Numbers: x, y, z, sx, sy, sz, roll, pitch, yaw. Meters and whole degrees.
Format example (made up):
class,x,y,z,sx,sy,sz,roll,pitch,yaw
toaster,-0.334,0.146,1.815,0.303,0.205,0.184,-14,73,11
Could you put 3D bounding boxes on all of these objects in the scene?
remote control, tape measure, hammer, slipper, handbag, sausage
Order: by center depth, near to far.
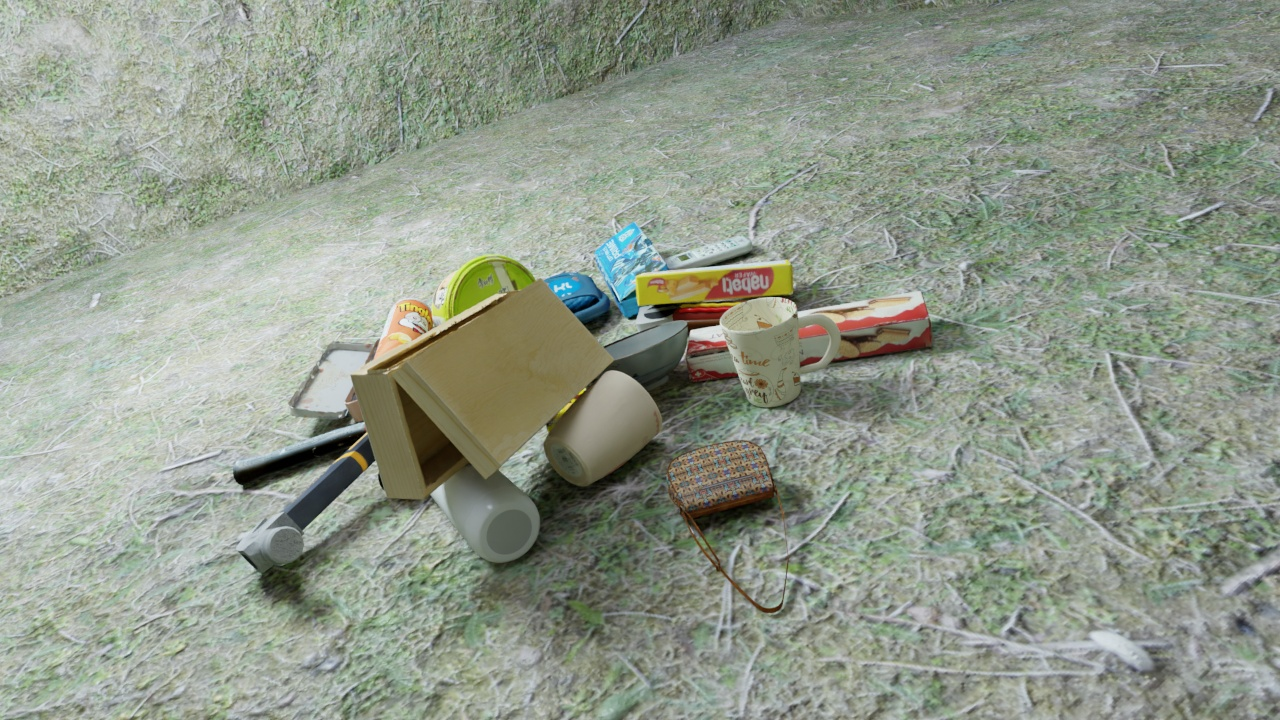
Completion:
class,x,y,z,sx,sy,sz,roll,pitch,yaw
handbag,0.086,0.145,0.785,0.093,0.043,0.195,-14,34,-6
hammer,-0.303,0.105,0.993,0.140,0.035,0.311,-20,23,48
hammer,-0.334,0.089,1.122,0.326,0.036,0.140,-19,24,-6
sausage,0.112,-0.057,1.160,0.156,0.040,0.040,-1,29,28
tape measure,0.027,-0.060,1.240,0.065,0.017,0.064,-9,26,13
slipper,-0.104,-0.098,1.345,0.103,0.059,0.213,-16,24,-6
remote control,0.103,-0.157,1.390,0.133,0.022,0.050,-18,26,-5

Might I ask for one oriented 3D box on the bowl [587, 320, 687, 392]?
class,x,y,z,sx,sy,sz,roll,pitch,yaw
bowl,-0.006,0.006,1.059,0.151,0.057,0.150,-20,10,3

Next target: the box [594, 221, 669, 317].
class,x,y,z,sx,sy,sz,roll,pitch,yaw
box,-0.012,-0.143,1.374,0.091,0.066,0.243,-18,26,-4

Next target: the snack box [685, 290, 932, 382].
class,x,y,z,sx,sy,sz,roll,pitch,yaw
snack box,0.189,-0.028,1.051,0.273,0.044,0.076,-9,26,14

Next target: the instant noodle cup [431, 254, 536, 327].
class,x,y,z,sx,sy,sz,roll,pitch,yaw
instant noodle cup,-0.215,-0.070,1.264,0.145,0.146,0.098,-31,18,-30

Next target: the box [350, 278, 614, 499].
class,x,y,z,sx,sy,sz,roll,pitch,yaw
box,-0.148,0.016,0.895,0.149,0.141,0.248,-14,15,27

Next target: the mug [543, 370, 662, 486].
class,x,y,z,sx,sy,sz,roll,pitch,yaw
mug,-0.050,0.077,0.946,0.104,0.085,0.112,-42,7,-34

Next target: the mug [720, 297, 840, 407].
class,x,y,z,sx,sy,sz,roll,pitch,yaw
mug,0.153,-0.012,0.976,0.122,0.097,0.081,-16,25,-2

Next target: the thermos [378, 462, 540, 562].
class,x,y,z,sx,sy,sz,roll,pitch,yaw
thermos,-0.187,0.135,0.914,0.101,0.068,0.230,-38,30,-16

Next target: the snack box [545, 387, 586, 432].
class,x,y,z,sx,sy,sz,roll,pitch,yaw
snack box,-0.091,0.047,1.078,0.061,0.026,0.149,-19,26,-9

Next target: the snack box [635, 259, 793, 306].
class,x,y,z,sx,sy,sz,roll,pitch,yaw
snack box,0.098,-0.102,1.204,0.201,0.042,0.092,-4,8,7

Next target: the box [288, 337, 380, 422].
class,x,y,z,sx,sy,sz,roll,pitch,yaw
box,-0.387,0.017,1.277,0.157,0.063,0.216,-1,26,-3

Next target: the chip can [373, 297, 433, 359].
class,x,y,z,sx,sy,sz,roll,pitch,yaw
chip can,-0.310,-0.014,1.199,0.062,0.062,0.210,-15,27,0
